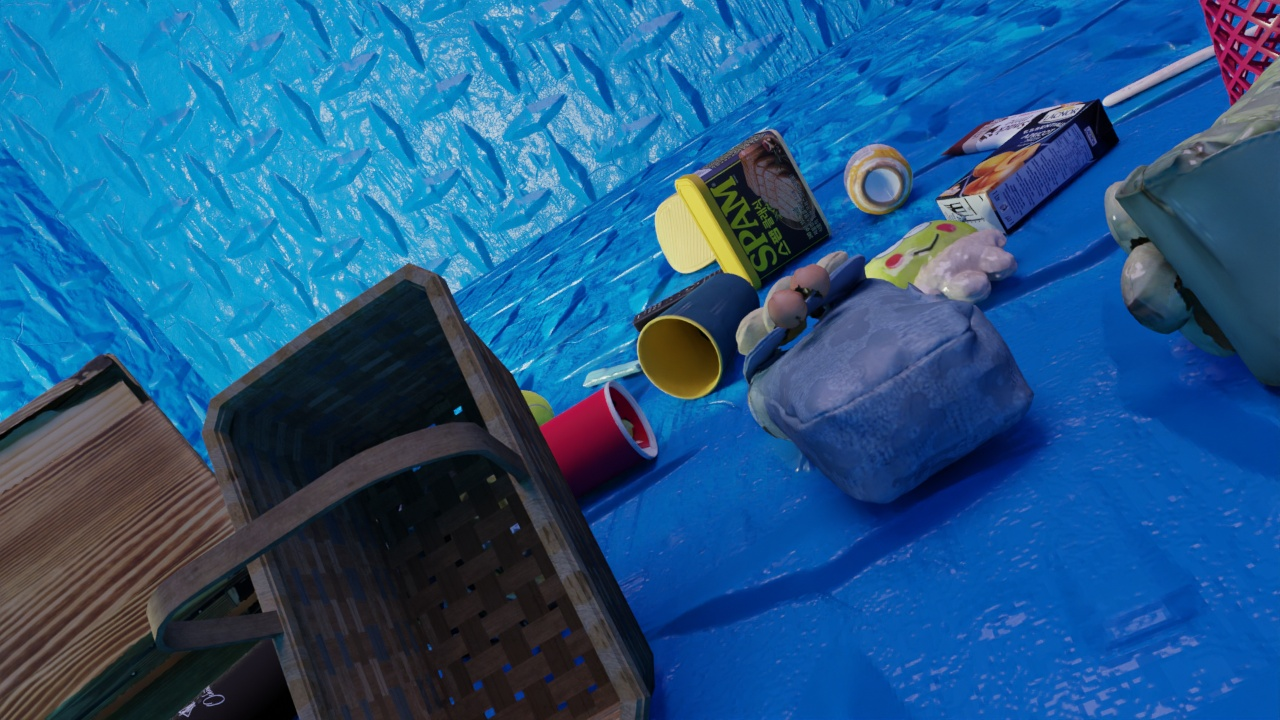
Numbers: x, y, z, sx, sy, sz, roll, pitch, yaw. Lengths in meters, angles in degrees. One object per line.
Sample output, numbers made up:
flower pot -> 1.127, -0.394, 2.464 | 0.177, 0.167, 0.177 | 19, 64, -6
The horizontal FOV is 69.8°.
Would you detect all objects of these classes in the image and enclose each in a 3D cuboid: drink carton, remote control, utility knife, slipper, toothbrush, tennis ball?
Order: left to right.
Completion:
tennis ball -> -0.117, 0.062, 0.912 | 0.065, 0.065, 0.065 | -32, 15, 10
utility knife -> -0.006, 0.006, 0.943 | 0.022, 0.016, 0.180 | -46, 17, -33
remote control -> 0.053, -0.073, 1.064 | 0.137, 0.015, 0.032 | -28, 16, 15
slipper -> 0.108, -0.184, 1.117 | 0.078, 0.099, 0.264 | -37, 11, -29
drink carton -> 0.301, -0.148, 0.713 | 0.130, 0.040, 0.064 | -38, 16, -13
toothbrush -> 0.464, -0.255, 0.736 | 0.182, 0.018, 0.015 | -26, 17, 33

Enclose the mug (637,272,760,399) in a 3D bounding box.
mug -> 0.059, -0.029, 0.810 | 0.078, 0.078, 0.121 | -23, 14, 37

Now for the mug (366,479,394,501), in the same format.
mug -> -0.311, 0.145, 1.017 | 0.085, 0.094, 0.122 | -41, 16, -21

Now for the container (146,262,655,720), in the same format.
container -> -0.108, 0.085, 0.416 | 0.158, 0.249, 0.186 | -33, -21, 8

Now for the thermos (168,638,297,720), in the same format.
thermos -> -0.303, 0.266, 0.691 | 0.230, 0.061, 0.061 | -42, 16, -25

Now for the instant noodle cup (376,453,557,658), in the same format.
instant noodle cup -> -0.121, 0.134, 0.601 | 0.112, 0.137, 0.137 | -36, 12, 29

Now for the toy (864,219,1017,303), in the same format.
toy -> 0.211, -0.066, 0.646 | 0.092, 0.046, 0.115 | -35, 23, -10

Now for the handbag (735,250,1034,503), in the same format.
handbag -> 0.115, -0.002, 0.509 | 0.122, 0.118, 0.192 | -34, 9, 3

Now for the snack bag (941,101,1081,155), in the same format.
snack bag -> 0.353, -0.220, 0.875 | 0.057, 0.013, 0.158 | -39, 15, -9

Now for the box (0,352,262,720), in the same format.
box -> -0.468, 0.191, 0.779 | 0.278, 0.315, 0.282 | -39, 23, -21

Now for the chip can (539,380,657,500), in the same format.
chip can -> -0.097, 0.101, 0.742 | 0.221, 0.069, 0.069 | -31, 15, 14

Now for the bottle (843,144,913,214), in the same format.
bottle -> 0.236, -0.187, 0.925 | 0.063, 0.063, 0.108 | -30, 16, 18

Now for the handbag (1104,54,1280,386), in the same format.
handbag -> 0.284, -0.070, 0.403 | 0.186, 0.113, 0.117 | -37, 1, -21

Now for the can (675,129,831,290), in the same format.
can -> 0.118, -0.156, 0.952 | 0.104, 0.135, 0.075 | -34, 15, -6

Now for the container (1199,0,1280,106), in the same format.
container -> 0.363, -0.229, 0.464 | 0.183, 0.226, 0.183 | -32, 15, 10
